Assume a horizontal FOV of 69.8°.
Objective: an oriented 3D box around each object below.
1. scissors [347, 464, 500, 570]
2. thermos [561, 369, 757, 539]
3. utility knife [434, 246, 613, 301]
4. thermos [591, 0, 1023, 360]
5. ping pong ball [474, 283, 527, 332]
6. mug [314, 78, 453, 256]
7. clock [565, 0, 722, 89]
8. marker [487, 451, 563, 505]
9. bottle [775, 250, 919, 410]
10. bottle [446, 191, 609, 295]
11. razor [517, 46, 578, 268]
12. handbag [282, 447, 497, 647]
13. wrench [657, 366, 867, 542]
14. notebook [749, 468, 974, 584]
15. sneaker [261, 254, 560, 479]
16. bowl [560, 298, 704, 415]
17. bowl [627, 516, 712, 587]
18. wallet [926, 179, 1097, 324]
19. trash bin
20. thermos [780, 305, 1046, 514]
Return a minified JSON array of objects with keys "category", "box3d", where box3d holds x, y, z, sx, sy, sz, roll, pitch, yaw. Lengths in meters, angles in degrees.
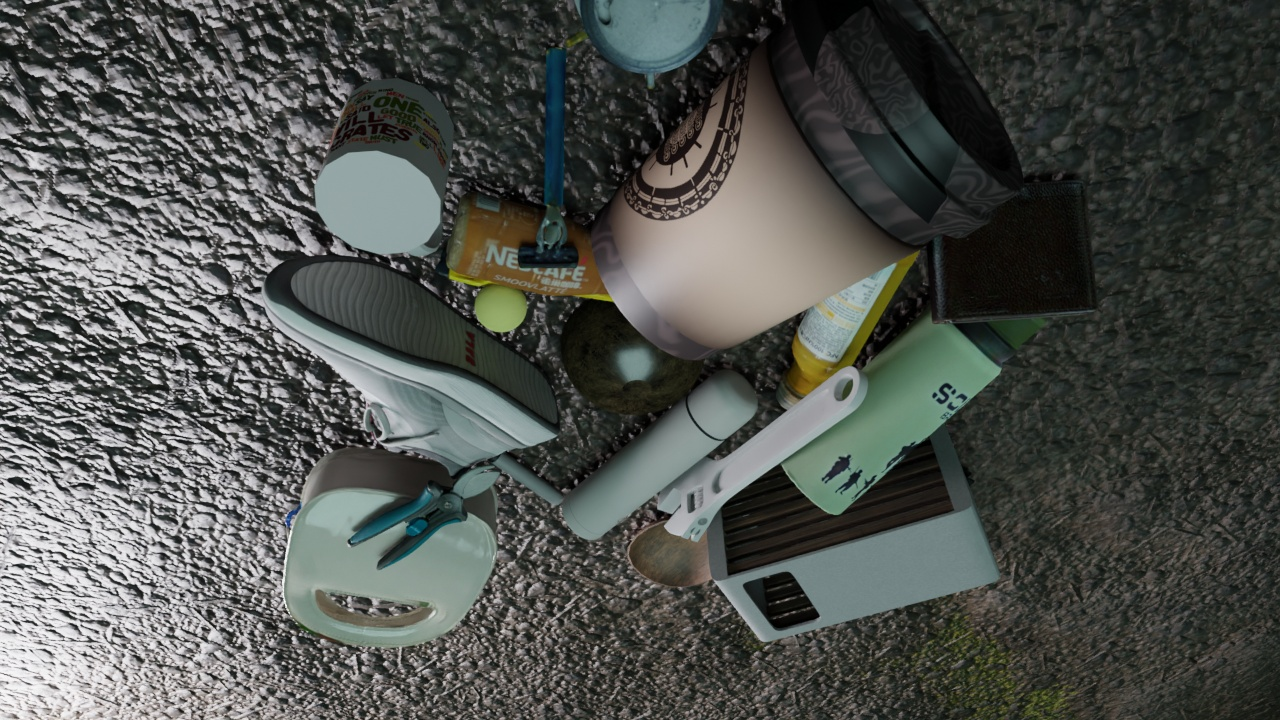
[{"category":"scissors","box3d":[-0.182,0.136,0.783,0.132,0.019,0.148,5,119,-10]},{"category":"thermos","box3d":[0.015,0.087,0.831,0.052,0.052,0.225,29,126,-28]},{"category":"utility knife","box3d":[-0.051,-0.060,0.699,0.206,0.030,0.018,7,158,-9]},{"category":"thermos","box3d":[0.090,-0.108,0.574,0.172,0.172,0.227,32,131,-30]},{"category":"ping pong ball","box3d":[-0.107,-0.042,0.705,0.040,0.040,0.040,-2,134,-2]},{"category":"mug","box3d":[-0.157,-0.115,0.596,0.073,0.089,0.105,-13,134,9]},{"category":"clock","box3d":[0.011,-0.226,0.529,0.090,0.052,0.130,20,125,-22]},{"category":"marker","box3d":[-0.123,0.098,0.858,0.016,0.016,0.140,-30,129,23]},{"category":"bottle","box3d":[0.158,-0.031,0.724,0.053,0.053,0.187,9,133,-12]},{"category":"bottle","box3d":[-0.054,-0.074,0.665,0.167,0.059,0.059,13,132,-17]},{"category":"razor","box3d":[-0.057,-0.129,0.600,0.042,0.022,0.144,-2,110,-18]},{"category":"handbag","box3d":[-0.236,0.183,0.867,0.200,0.093,0.200,17,114,-19]},{"category":"wrench","box3d":[0.095,0.076,0.784,0.018,0.086,0.274,22,136,-23]},{"category":"notebook","box3d":[0.202,0.160,0.939,0.169,0.019,0.232,23,128,-23]},{"category":"sneaker","box3d":[-0.190,0.016,0.715,0.129,0.096,0.263,-36,133,21]},{"category":"bowl","box3d":[-0.004,0.004,0.746,0.121,0.056,0.121,-2,134,-2]},{"category":"bowl","box3d":[0.043,0.191,0.949,0.114,0.026,0.102,-34,118,29]},{"category":"wallet","box3d":[0.267,-0.079,0.662,0.120,0.099,0.031,-3,177,-4]},{"category":"trash bin","box3d":[0.188,0.154,0.842,0.229,0.114,0.114,-21,130,17]},{"category":"thermos","box3d":[0.217,0.021,0.743,0.082,0.082,0.232,31,112,-30]}]
